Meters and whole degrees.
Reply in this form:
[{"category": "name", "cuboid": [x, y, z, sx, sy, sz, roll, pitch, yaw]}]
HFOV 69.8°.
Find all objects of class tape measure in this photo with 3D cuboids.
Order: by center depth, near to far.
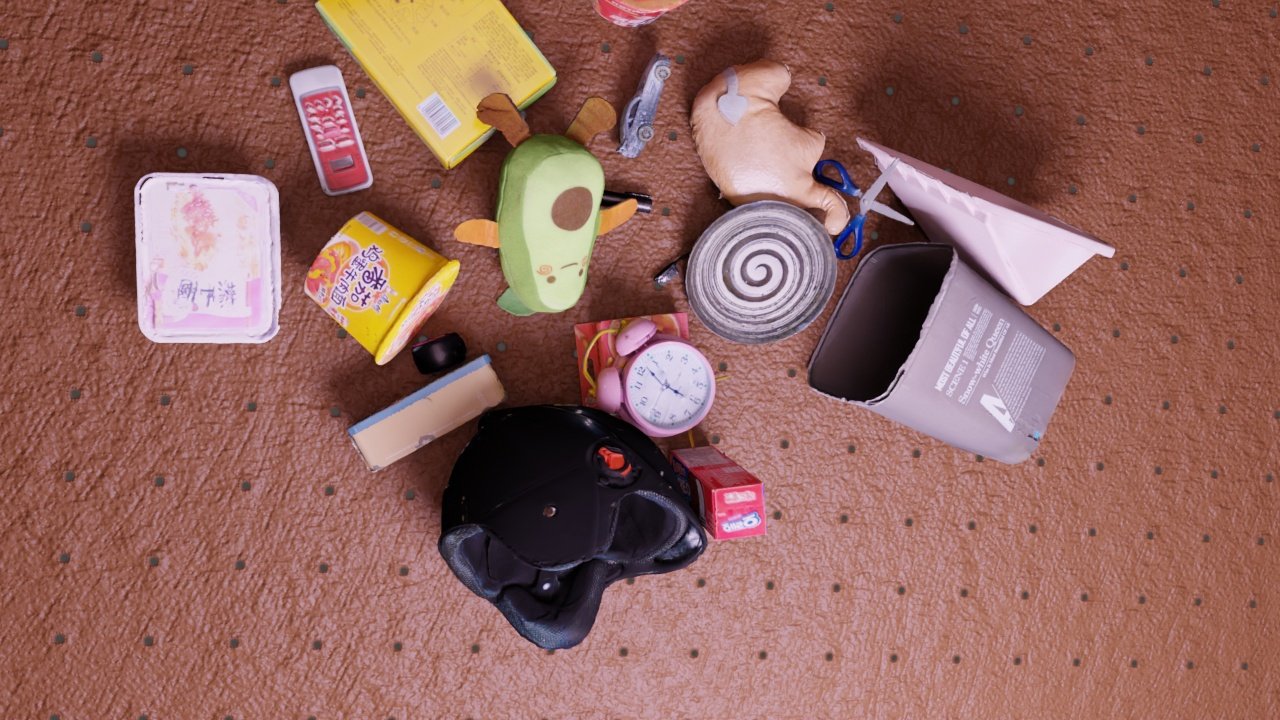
[{"category": "tape measure", "cuboid": [-0.221, -0.006, 1.014, 0.057, 0.057, 0.039, -21, 98, -17]}]

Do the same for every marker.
[{"category": "marker", "cuboid": [-0.051, -0.189, 1.052, 0.132, 0.020, 0.022, 8, 118, -12]}]

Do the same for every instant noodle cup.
[{"category": "instant noodle cup", "cuboid": [-0.446, -0.106, 0.962, 0.138, 0.060, 0.173, 0, 95, -11]}, {"category": "instant noodle cup", "cuboid": [-0.275, -0.081, 0.965, 0.110, 0.138, 0.138, 36, 86, -3]}, {"category": "instant noodle cup", "cuboid": [-0.002, -0.432, 1.001, 0.138, 0.108, 0.138, -1, 93, -11]}]

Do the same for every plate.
[{"category": "plate", "cuboid": [0.141, -0.102, 1.074, 0.179, 0.024, 0.180, -2, 116, -4]}]

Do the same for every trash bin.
[{"category": "trash bin", "cuboid": [0.352, 0.000, 1.063, 0.219, 0.199, 0.199, 28, 88, -17]}]

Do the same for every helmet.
[{"category": "helmet", "cuboid": [-0.074, 0.157, 0.964, 0.274, 0.234, 0.229, -4, 55, -10]}]

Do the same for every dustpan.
[{"category": "dustpan", "cuboid": [0.405, -0.184, 1.039, 0.139, 0.222, 0.273, -43, 128, 5]}]

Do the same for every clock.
[{"category": "clock", "cuboid": [0.011, 0.020, 1.012, 0.158, 0.060, 0.117, 27, 87, -10]}]

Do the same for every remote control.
[{"category": "remote control", "cuboid": [-0.335, -0.249, 0.994, 0.056, 0.020, 0.136, -16, 97, -9]}]

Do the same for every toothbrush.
[{"category": "toothbrush", "cuboid": [0.094, -0.145, 1.087, 0.189, 0.014, 0.017, -36, 107, -7]}]

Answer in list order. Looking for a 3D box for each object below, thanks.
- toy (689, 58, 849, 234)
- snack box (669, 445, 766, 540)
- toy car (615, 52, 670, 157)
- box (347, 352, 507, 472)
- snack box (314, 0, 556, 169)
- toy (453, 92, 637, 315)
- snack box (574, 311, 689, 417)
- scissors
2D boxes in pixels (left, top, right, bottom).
[{"category": "toy", "cuboid": [0.148, -0.231, 1.059, 0.143, 0.082, 0.226, -31, 102, 6]}, {"category": "snack box", "cuboid": [0.081, 0.140, 1.006, 0.058, 0.207, 0.057, -6, 97, -10]}, {"category": "toy car", "cuboid": [0.003, -0.289, 1.039, 0.036, 0.054, 0.120, 19, 90, -14]}, {"category": "box", "cuboid": [-0.224, 0.052, 1.002, 0.184, 0.090, 0.059, -31, 98, -10]}, {"category": "snack box", "cuboid": [-0.215, -0.336, 0.986, 0.157, 0.070, 0.210, -41, 100, -6]}, {"category": "toy", "cuboid": [-0.098, -0.162, 0.992, 0.226, 0.090, 0.247, -11, 116, -28]}, {"category": "snack box", "cuboid": [-0.006, 0.006, 1.062, 0.127, 0.044, 0.113, -7, 95, -10]}, {"category": "scissors", "cuboid": [0.252, -0.181, 1.056, 0.012, 0.176, 0.162, -17, 56, -22]}]
